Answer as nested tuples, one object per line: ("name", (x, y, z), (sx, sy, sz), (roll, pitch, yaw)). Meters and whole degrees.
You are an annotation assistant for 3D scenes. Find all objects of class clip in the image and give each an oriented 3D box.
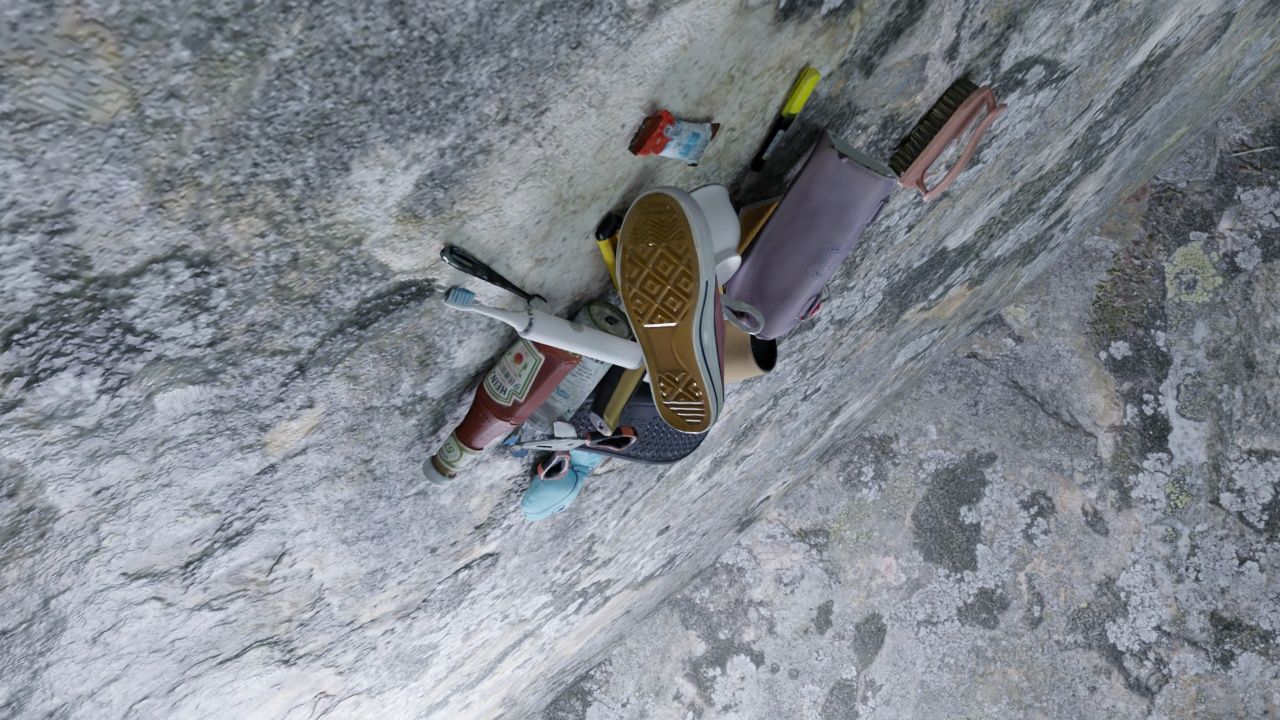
("clip", (-0.130, 0.082, 1.036), (0.027, 0.044, 0.058), (-1, 128, -52))

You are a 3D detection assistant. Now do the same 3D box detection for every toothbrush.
("toothbrush", (-0.079, -0.027, 0.804), (0.220, 0.027, 0.026), (17, 108, -45))
("toothbrush", (-0.115, -0.063, 0.755), (0.016, 0.018, 0.181), (-40, 159, 8))

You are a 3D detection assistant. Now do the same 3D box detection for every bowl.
("bowl", (0.061, -0.107, 0.903), (0.118, 0.064, 0.118), (-35, 160, -15))

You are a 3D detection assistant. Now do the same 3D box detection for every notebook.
("notebook", (0.127, -0.110, 1.072), (0.145, 0.010, 0.207), (-24, 150, -39))

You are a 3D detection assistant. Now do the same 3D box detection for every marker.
("marker", (0.133, -0.223, 0.861), (0.018, 0.015, 0.124), (-24, 158, -36))

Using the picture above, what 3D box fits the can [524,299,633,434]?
("can", (-0.068, 0.008, 0.929), (0.058, 0.058, 0.147), (-11, 145, -54))

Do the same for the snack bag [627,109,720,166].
("snack bag", (0.032, -0.180, 0.749), (0.105, 0.026, 0.045), (-9, 135, -57))

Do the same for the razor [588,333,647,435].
("razor", (-0.006, 0.006, 0.956), (0.167, 0.067, 0.062), (-63, 177, -31))

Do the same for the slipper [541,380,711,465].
("slipper", (-0.016, 0.059, 1.124), (0.267, 0.083, 0.111), (11, 125, -42))

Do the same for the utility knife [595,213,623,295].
("utility knife", (-0.015, -0.091, 0.872), (0.033, 0.015, 0.177), (-38, 160, -6))

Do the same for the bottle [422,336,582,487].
("bottle", (-0.139, 0.045, 0.886), (0.206, 0.060, 0.059), (-46, 160, 19))

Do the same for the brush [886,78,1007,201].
("brush", (0.371, -0.267, 1.107), (0.063, 0.073, 0.146), (-9, 142, -54))

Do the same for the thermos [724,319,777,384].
("thermos", (0.075, -0.007, 1.020), (0.144, 0.093, 0.092), (-11, 180, 36))

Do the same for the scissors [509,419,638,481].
("scissors", (-0.073, 0.094, 1.001), (0.188, 0.015, 0.225), (-15, 160, -29))

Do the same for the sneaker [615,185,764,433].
("sneaker", (0.043, -0.052, 0.844), (0.087, 0.118, 0.241), (-49, 136, -50))

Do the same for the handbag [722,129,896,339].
("handbag", (0.167, -0.124, 0.927), (0.197, 0.098, 0.144), (-57, 176, 22))

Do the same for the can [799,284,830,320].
("can", (0.199, -0.077, 1.235), (0.132, 0.053, 0.053), (-20, 152, -44))

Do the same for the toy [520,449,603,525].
("toy", (-0.102, 0.153, 1.196), (0.156, 0.050, 0.161), (-38, 156, -12))
